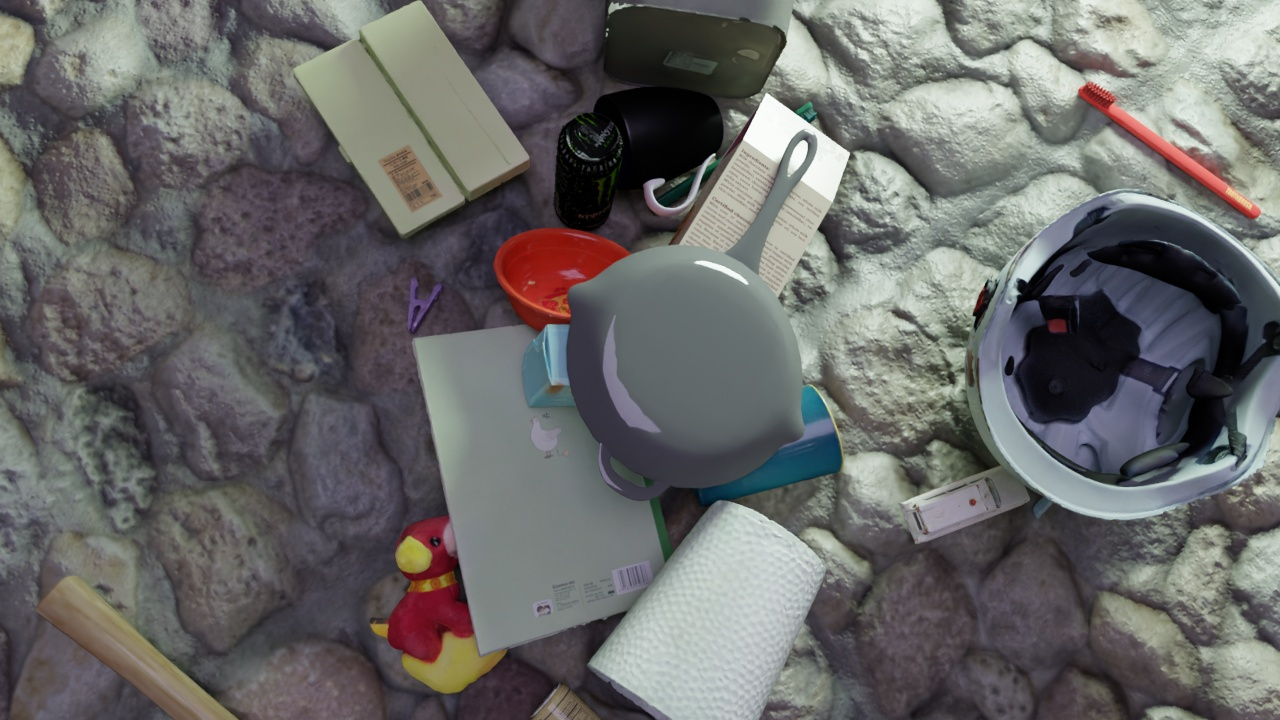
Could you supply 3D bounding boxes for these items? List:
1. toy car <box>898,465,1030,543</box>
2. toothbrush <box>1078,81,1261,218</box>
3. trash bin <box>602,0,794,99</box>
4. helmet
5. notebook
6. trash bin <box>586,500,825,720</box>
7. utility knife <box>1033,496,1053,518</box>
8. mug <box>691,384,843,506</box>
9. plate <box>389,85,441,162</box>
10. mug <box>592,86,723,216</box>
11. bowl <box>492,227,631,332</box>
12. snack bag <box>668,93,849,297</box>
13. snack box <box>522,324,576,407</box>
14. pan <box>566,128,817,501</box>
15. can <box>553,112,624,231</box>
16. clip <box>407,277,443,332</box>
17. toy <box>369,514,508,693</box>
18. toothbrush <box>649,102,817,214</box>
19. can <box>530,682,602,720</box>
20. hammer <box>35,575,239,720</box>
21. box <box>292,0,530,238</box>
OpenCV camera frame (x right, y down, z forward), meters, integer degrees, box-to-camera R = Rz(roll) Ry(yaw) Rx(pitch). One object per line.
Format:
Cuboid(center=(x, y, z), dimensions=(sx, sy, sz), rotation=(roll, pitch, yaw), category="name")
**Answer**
Cuboid(center=(0.282, 0.121, 0.790), dimensions=(0.113, 0.039, 0.039), rotation=(-18, 79, -9), category="toy car")
Cuboid(center=(0.521, -0.208, 0.900), dimensions=(0.212, 0.018, 0.012), rotation=(38, 76, 4), category="toothbrush")
Cuboid(center=(0.056, -0.373, 0.816), dimensions=(0.197, 0.197, 0.220), rotation=(7, 83, -4), category="trash bin")
Cuboid(center=(0.379, 0.006, 0.763), dimensions=(0.236, 0.164, 0.263), rotation=(33, 82, 7), category="helmet")
Cuboid(center=(-0.073, 0.090, 0.750), dimensions=(0.181, 0.010, 0.252), rotation=(-9, 77, -28), category="notebook")
Cuboid(center=(0.058, 0.204, 0.708), dimensions=(0.133, 0.133, 0.161), rotation=(35, 71, 3), category="trash bin")
Cuboid(center=(0.411, 0.079, 0.827), dimensions=(0.177, 0.016, 0.022), rotation=(-42, 85, -9), category="utility knife")
Cuboid(center=(0.098, 0.076, 0.769), dimensions=(0.121, 0.078, 0.078), rotation=(-19, 79, -4), category="mug")
Cuboid(center=(-0.198, -0.206, 0.829), dimensions=(0.104, 0.026, 0.104), rotation=(1, 77, -6), category="plate")
Cuboid(center=(0.024, -0.187, 0.817), dimensions=(0.100, 0.085, 0.119), rotation=(-16, 80, -21), category="mug")
Cuboid(center=(-0.062, -0.059, 0.779), dimensions=(0.130, 0.045, 0.130), rotation=(8, 39, -7), category="bowl")
Cuboid(center=(0.101, -0.129, 0.807), dimensions=(0.094, 0.070, 0.206), rotation=(33, 76, -8), category="snack bag")
Cuboid(center=(-0.004, 0.004, 0.752), dimensions=(0.174, 0.075, 0.053), rotation=(0, 73, -20), category="snack box")
Cuboid(center=(0.069, -0.051, 0.727), dimensions=(0.216, 0.024, 0.353), rotation=(31, 71, -8), category="pan")
Cuboid(center=(-0.045, -0.156, 0.773), dimensions=(0.054, 0.138, 0.054), rotation=(2, 76, -6), category="can")
Cuboid(center=(-0.188, -0.050, 0.801), dimensions=(0.046, 0.014, 0.050), rotation=(-13, 75, -11), category="clip")
Cuboid(center=(-0.161, 0.194, 0.725), dimensions=(0.105, 0.067, 0.137), rotation=(-15, 91, -11), category="toy")
Cuboid(center=(0.089, -0.188, 0.857), dimensions=(0.189, 0.016, 0.017), rotation=(-34, 86, -11), category="toothbrush")
Cuboid(center=(-0.046, 0.293, 0.719), dimensions=(0.079, 0.038, 0.038), rotation=(42, 77, 5), category="can")
Cuboid(center=(-0.325, 0.276, 0.696), dimensions=(0.323, 0.051, 0.117), rotation=(36, 76, 6), category="hammer")
Cuboid(center=(-0.202, -0.213, 0.806), dimensions=(0.137, 0.024, 0.187), rotation=(-32, 82, -9), category="box")
